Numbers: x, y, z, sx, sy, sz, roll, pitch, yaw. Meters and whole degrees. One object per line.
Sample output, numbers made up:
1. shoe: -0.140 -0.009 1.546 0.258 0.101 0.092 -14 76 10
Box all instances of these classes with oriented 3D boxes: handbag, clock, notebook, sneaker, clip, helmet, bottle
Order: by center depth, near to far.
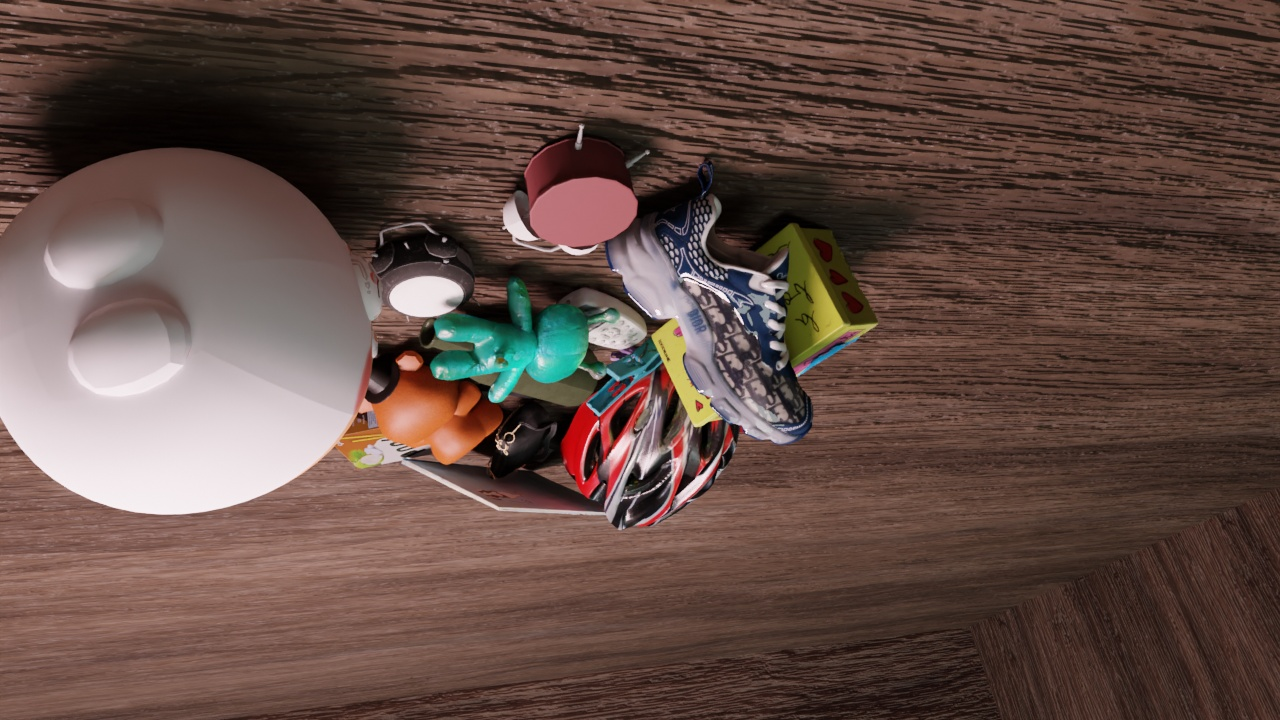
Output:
1. clock: -0.058 -0.137 0.787 0.096 0.048 0.138 12 144 -37
2. sneaker: 0.095 -0.047 0.846 0.133 0.269 0.103 -34 -170 23
3. clock: -0.201 -0.076 0.852 0.091 0.043 0.123 -12 152 1
4. bottle: -0.139 -0.004 0.979 0.072 0.071 0.206 -32 146 34
5. clip: -0.010 0.014 1.039 0.119 0.027 0.103 -38 167 -36
6. clip: -0.011 -0.009 1.081 0.051 0.014 0.045 -5 149 -5
7. handbag: -0.152 0.104 1.141 0.078 0.054 0.129 -45 170 -34
8. helmet: 0.022 0.100 1.163 0.217 0.167 0.273 -1 139 -36
9. notebook: -0.162 0.167 1.203 0.181 0.009 0.253 17 -179 35

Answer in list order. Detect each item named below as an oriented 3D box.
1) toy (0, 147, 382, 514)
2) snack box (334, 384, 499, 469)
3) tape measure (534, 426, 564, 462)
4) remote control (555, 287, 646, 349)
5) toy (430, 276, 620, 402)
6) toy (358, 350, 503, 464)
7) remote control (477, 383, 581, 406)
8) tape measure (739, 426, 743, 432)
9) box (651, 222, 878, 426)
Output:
1. toy: -0.325 -0.019 0.695 0.266 0.262 0.281 -19 170 -1
2. snack box: -0.277 0.084 1.132 0.186 0.031 0.101 -11 152 0
3. tape measure: -0.135 0.113 1.232 0.059 0.038 0.058 -28 148 29
4. remote control: -0.041 -0.043 0.989 0.060 0.028 0.114 -28 147 28
5. toy: -0.111 -0.013 0.903 0.193 0.072 0.131 -4 116 -35
6. toy: -0.239 0.053 1.021 0.112 0.096 0.176 -35 142 13
7. remote control: -0.129 0.036 1.116 0.146 0.015 0.033 11 145 -36
8. tape measure: 0.151 0.087 1.309 0.059 0.019 0.051 -11 155 14
9. box: 0.125 -0.033 0.959 0.079 0.124 0.222 -7 158 -44
